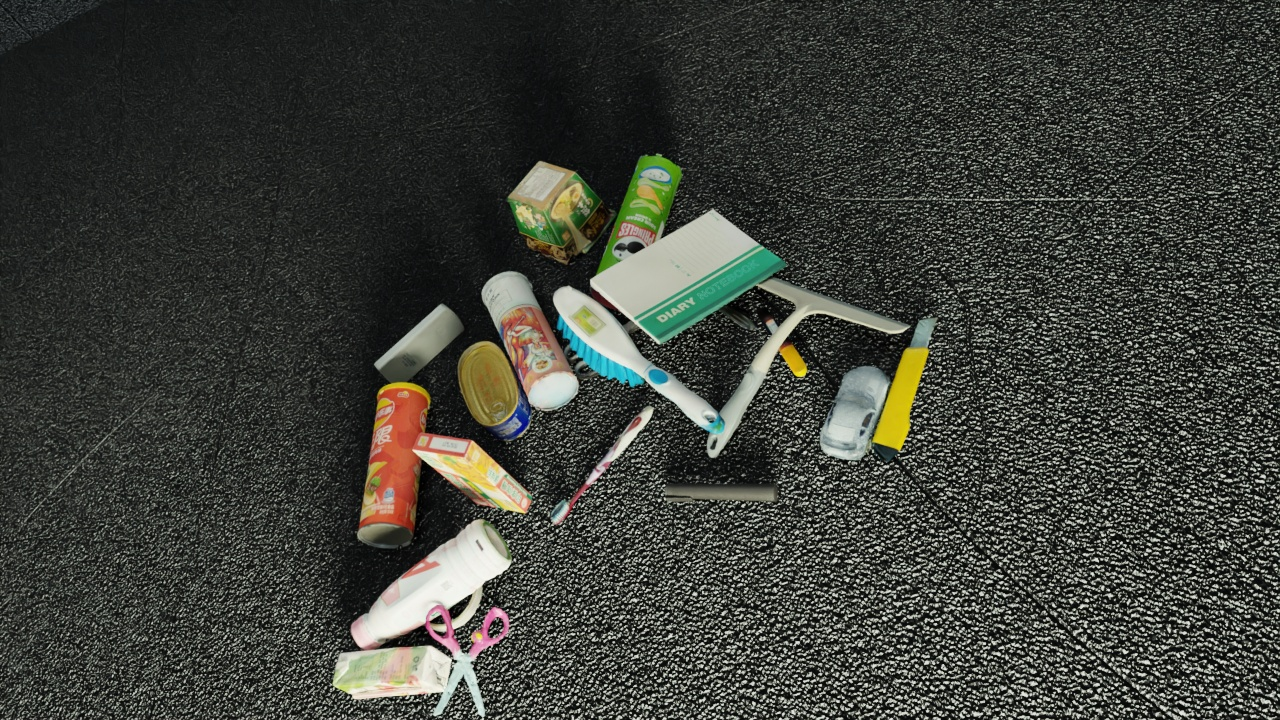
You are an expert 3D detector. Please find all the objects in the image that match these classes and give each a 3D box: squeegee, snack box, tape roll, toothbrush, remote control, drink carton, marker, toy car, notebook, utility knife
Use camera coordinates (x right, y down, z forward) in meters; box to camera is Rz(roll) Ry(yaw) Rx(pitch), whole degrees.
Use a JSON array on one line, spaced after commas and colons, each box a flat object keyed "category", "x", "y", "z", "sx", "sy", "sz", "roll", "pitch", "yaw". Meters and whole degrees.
[{"category": "squeegee", "x": 0.146, "y": 0.008, "z": 1.092, "sx": 0.247, "sy": 0.039, "sz": 0.246, "roll": 27, "pitch": 77, "yaw": 42}, {"category": "snack box", "x": -0.123, "y": -0.227, "z": 1.354, "sx": 0.118, "sy": 0.106, "sz": 0.117, "roll": 25, "pitch": 69, "yaw": 34}, {"category": "tape roll", "x": -0.230, "y": 0.281, "z": 1.099, "sx": 0.086, "sy": 0.014, "sz": 0.085, "roll": -12, "pitch": 52, "yaw": 16}, {"category": "toothbrush", "x": 0.089, "y": -0.087, "z": 1.217, "sx": 0.015, "sy": 0.018, "sz": 0.181, "roll": -38, "pitch": 51, "yaw": -15}, {"category": "remote control", "x": -0.318, "y": -0.021, "z": 1.328, "sx": 0.135, "sy": 0.056, "sz": 0.019, "roll": -44, "pitch": 50, "yaw": -9}, {"category": "drink carton", "x": -0.282, "y": 0.357, "z": 1.043, "sx": 0.123, "sy": 0.053, "sz": 0.045, "roll": -11, "pitch": 53, "yaw": 18}, {"category": "toothbrush", "x": -0.047, "y": 0.125, "z": 1.125, "sx": 0.016, "sy": 0.017, "sz": 0.187, "roll": 31, "pitch": 74, "yaw": 36}, {"category": "snack box", "x": -0.197, "y": 0.135, "z": 1.095, "sx": 0.077, "sy": 0.156, "sz": 0.027, "roll": 6, "pitch": 61, "yaw": 27}, {"category": "marker", "x": 0.091, "y": 0.150, "z": 1.043, "sx": 0.132, "sy": 0.020, "sz": 0.022, "roll": -3, "pitch": 45, "yaw": 23}, {"category": "toy car", "x": 0.242, "y": 0.057, "z": 1.032, "sx": 0.054, "sy": 0.037, "sz": 0.120, "roll": 12, "pitch": 59, "yaw": 31}, {"category": "marker", "x": 0.174, "y": -0.025, "z": 1.135, "sx": 0.018, "sy": 0.015, "sz": 0.123, "roll": -30, "pitch": 48, "yaw": 5}, {"category": "notebook", "x": 0.061, "y": -0.112, "z": 1.184, "sx": 0.208, "sy": 0.012, "sz": 0.150, "roll": -32, "pitch": 51, "yaw": -20}, {"category": "utility knife", "x": 0.301, "y": 0.029, "z": 1.037, "sx": 0.033, "sy": 0.015, "sz": 0.196, "roll": 19, "pitch": 65, "yaw": 16}]

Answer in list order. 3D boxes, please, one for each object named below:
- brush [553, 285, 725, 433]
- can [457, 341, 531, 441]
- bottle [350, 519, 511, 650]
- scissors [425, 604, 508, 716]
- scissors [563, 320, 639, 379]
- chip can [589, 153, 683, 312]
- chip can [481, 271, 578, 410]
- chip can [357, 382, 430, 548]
[{"category": "brush", "x": -0.007, "y": 0.007, "z": 1.137, "sx": 0.060, "sy": 0.109, "sz": 0.314, "roll": -41, "pitch": 64, "yaw": -14}, {"category": "can", "x": -0.196, "y": 0.041, "z": 1.232, "sx": 0.074, "sy": 0.049, "sz": 0.148, "roll": -31, "pitch": 50, "yaw": 1}, {"category": "bottle", "x": -0.246, "y": 0.265, "z": 1.065, "sx": 0.197, "sy": 0.068, "sz": 0.068, "roll": -36, "pitch": 50, "yaw": 1}, {"category": "scissors", "x": -0.202, "y": 0.327, "z": 1.019, "sx": 0.124, "sy": 0.017, "sz": 0.133, "roll": 33, "pitch": 58, "yaw": -7}, {"category": "scissors", "x": -0.029, "y": -0.043, "z": 1.240, "sx": 0.141, "sy": 0.014, "sz": 0.173, "roll": 12, "pitch": 62, "yaw": 29}, {"category": "chip can", "x": -0.003, "y": -0.183, "z": 1.291, "sx": 0.072, "sy": 0.072, "sz": 0.235, "roll": 3, "pitch": 58, "yaw": 26}, {"category": "chip can", "x": -0.152, "y": -0.029, "z": 1.249, "sx": 0.071, "sy": 0.071, "sz": 0.214, "roll": -31, "pitch": 50, "yaw": 1}, {"category": "chip can", "x": -0.324, "y": 0.135, "z": 1.209, "sx": 0.073, "sy": 0.073, "sz": 0.216, "roll": -13, "pitch": 53, "yaw": 15}]
